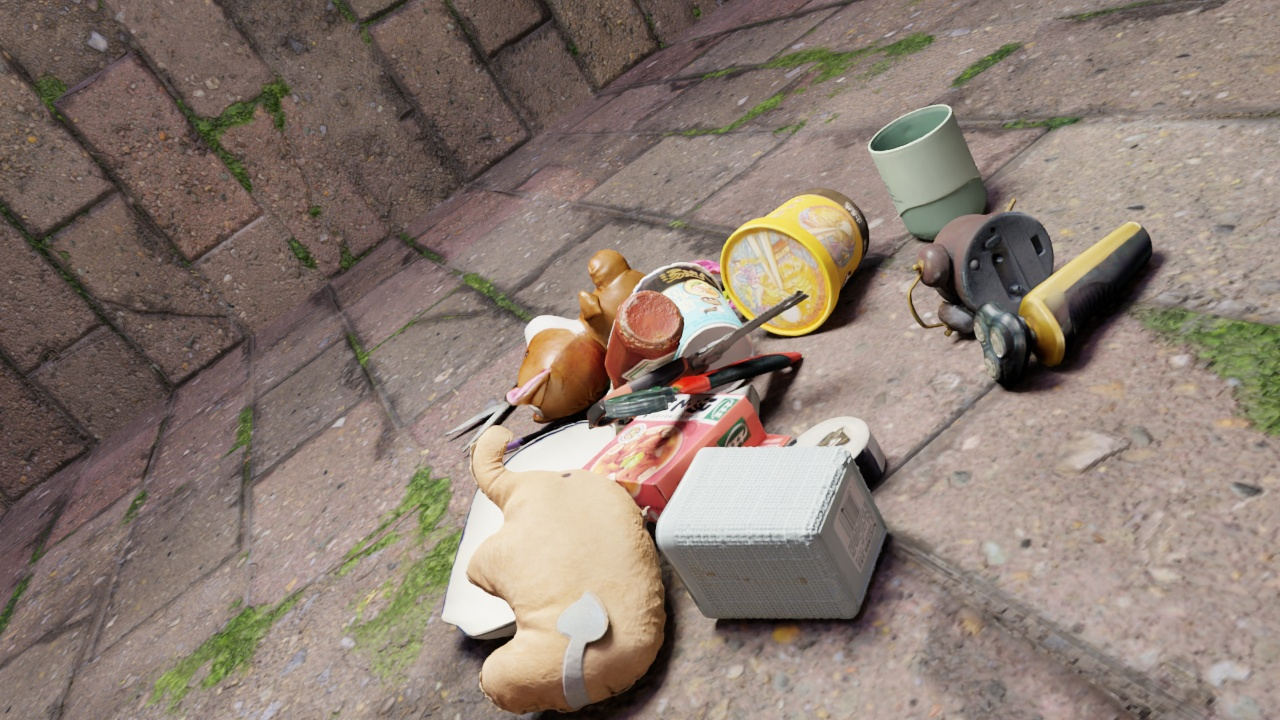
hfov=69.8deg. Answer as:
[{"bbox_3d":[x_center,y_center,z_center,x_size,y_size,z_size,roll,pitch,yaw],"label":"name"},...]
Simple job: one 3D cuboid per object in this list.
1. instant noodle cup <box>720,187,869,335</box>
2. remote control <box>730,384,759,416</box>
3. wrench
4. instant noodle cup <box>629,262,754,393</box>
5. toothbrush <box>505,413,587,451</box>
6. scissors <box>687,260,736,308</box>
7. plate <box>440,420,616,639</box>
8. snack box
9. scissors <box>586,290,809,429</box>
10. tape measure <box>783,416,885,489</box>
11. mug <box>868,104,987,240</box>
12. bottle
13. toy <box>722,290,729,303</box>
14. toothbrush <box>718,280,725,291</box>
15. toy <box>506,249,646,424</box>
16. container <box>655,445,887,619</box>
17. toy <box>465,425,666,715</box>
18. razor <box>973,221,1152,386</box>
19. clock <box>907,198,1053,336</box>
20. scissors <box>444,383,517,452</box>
[{"bbox_3d":[0.156,-0.102,0.890,0.119,0.118,0.114,-8,26,45],"label":"instant noodle cup"},{"bbox_3d":[0.074,0.066,0.773,0.049,0.024,0.124,-24,24,22],"label":"remote control"},{"bbox_3d":[0.058,0.015,0.743,0.056,0.016,0.272,-5,5,35],"label":"wrench"},{"bbox_3d":[0.054,-0.024,0.887,0.111,0.111,0.120,-34,31,-1],"label":"instant noodle cup"},{"bbox_3d":[-0.088,0.075,0.981,0.189,0.014,0.016,-22,38,26],"label":"toothbrush"},{"bbox_3d":[0.105,-0.095,1.006,0.135,0.017,0.133,3,38,18],"label":"scissors"},{"bbox_3d":[-0.086,0.146,0.809,0.162,0.034,0.265,-26,24,13],"label":"plate"},{"bbox_3d":[0.031,0.073,0.711,0.113,0.044,0.127,-41,23,-31],"label":"snack box"},{"bbox_3d":[0.051,0.004,0.785,0.204,0.015,0.199,-20,-19,-14],"label":"scissors"},{"bbox_3d":[0.140,0.072,0.663,0.066,0.033,0.065,-35,25,-2],"label":"tape measure"},{"bbox_3d":[0.278,-0.184,0.890,0.082,0.106,0.111,-26,24,18],"label":"mug"},{"bbox_3d":[-0.005,0.005,0.840,0.059,0.060,0.206,-43,-11,-22],"label":"bottle"},{"bbox_3d":[0.055,-0.051,1.016,0.100,0.031,0.097,-43,28,-11],"label":"toy"},{"bbox_3d":[0.106,-0.086,0.966,0.180,0.016,0.018,-19,27,-19],"label":"toothbrush"},{"bbox_3d":[-0.063,-0.020,0.977,0.130,0.140,0.199,33,85,25],"label":"toy"},{"bbox_3d":[0.088,0.111,0.591,0.112,0.090,0.089,-8,34,38],"label":"container"},{"bbox_3d":[-0.059,0.137,0.659,0.143,0.083,0.225,-16,50,-3],"label":"toy"},{"bbox_3d":[0.307,-0.048,0.660,0.167,0.062,0.067,-36,53,-18],"label":"razor"},{"bbox_3d":[0.263,-0.070,0.720,0.122,0.082,0.055,-35,19,-6],"label":"clock"},{"bbox_3d":[-0.136,0.028,1.122,0.228,0.022,0.220,-18,27,31],"label":"scissors"}]
